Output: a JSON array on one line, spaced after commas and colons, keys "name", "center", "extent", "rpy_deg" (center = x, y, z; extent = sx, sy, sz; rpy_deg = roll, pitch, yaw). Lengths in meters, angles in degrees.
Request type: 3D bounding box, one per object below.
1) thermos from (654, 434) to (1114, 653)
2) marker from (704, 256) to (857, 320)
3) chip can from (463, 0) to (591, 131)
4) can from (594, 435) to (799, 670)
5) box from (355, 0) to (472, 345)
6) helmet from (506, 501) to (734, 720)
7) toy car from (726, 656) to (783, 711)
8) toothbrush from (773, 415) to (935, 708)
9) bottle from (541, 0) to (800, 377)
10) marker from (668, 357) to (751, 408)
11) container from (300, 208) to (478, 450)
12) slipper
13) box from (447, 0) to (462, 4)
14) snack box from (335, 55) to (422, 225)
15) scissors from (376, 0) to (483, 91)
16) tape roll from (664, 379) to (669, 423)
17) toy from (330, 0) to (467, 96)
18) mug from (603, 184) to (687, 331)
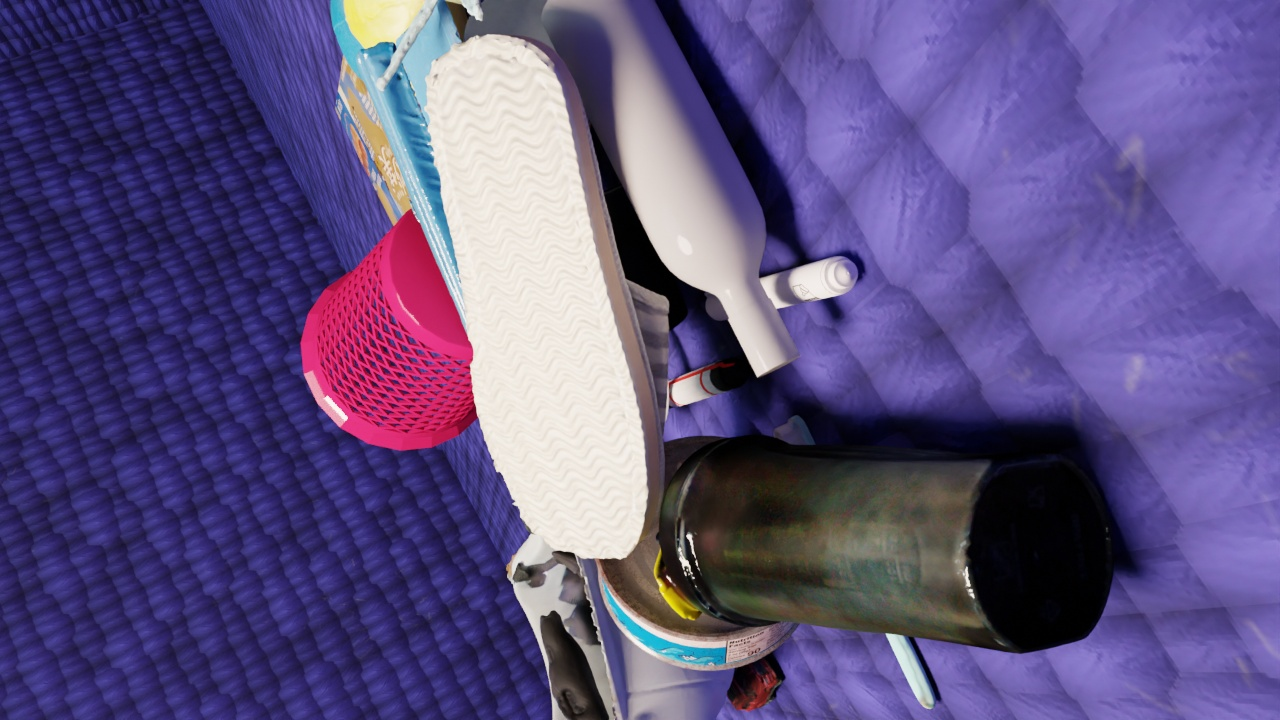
[{"name": "thermos", "center": [0.085, 0.078, 0.402], "extent": [0.221, 0.098, 0.098], "rpy_deg": [-14, 103, 63]}, {"name": "marker", "center": [0.064, -0.034, 0.443], "extent": [0.020, 0.017, 0.134], "rpy_deg": [45, 165, -12]}, {"name": "chip can", "center": [-0.072, -0.130, 0.586], "extent": [0.075, 0.075, 0.215], "rpy_deg": [58, 161, 14]}, {"name": "can", "center": [0.038, 0.109, 0.536], "extent": [0.130, 0.129, 0.044], "rpy_deg": [50, 159, 33]}, {"name": "box", "center": [-0.110, -0.083, 0.560], "extent": [0.177, 0.047, 0.232], "rpy_deg": [13, 125, 67]}, {"name": "helmet", "center": [-0.004, 0.214, 0.748], "extent": [0.265, 0.163, 0.236], "rpy_deg": [108, 147, -55]}, {"name": "toy car", "center": [0.092, 0.267, 0.772], "extent": [0.042, 0.036, 0.091], "rpy_deg": [54, 155, 28]}, {"name": "toothbrush", "center": [0.120, 0.113, 0.505], "extent": [0.180, 0.016, 0.016], "rpy_deg": [62, 161, -3]}, {"name": "bottle", "center": [0.019, -0.084, 0.420], "extent": [0.195, 0.052, 0.053], "rpy_deg": [64, 163, 8]}, {"name": "marker", "center": [0.040, 0.014, 0.576], "extent": [0.019, 0.019, 0.146], "rpy_deg": [63, 162, 0]}, {"name": "container", "center": [-0.173, -0.037, 0.772], "extent": [0.183, 0.182, 0.226], "rpy_deg": [62, 148, 2]}, {"name": "slipper", "center": [-0.042, -0.022, 0.460], "extent": [0.115, 0.053, 0.273], "rpy_deg": [8, 119, 33]}, {"name": "box", "center": [-0.102, -0.278, 0.500], "extent": [0.077, 0.090, 0.188], "rpy_deg": [40, 157, 4]}, {"name": "snack box", "center": [-0.236, -0.219, 0.918], "extent": [0.155, 0.069, 0.203], "rpy_deg": [65, 162, -10]}, {"name": "scissors", "center": [-0.088, -0.209, 0.448], "extent": [0.013, 0.171, 0.172], "rpy_deg": [20, -155, -37]}, {"name": "tape roll", "center": [-0.004, 0.004, 0.642], "extent": [0.094, 0.018, 0.094], "rpy_deg": [169, 90, -75]}, {"name": "toy", "center": [-0.187, -0.264, 0.700], "extent": [0.214, 0.084, 0.149], "rpy_deg": [34, 148, 61]}, {"name": "mug", "center": [-0.034, -0.051, 0.569], "extent": [0.114, 0.078, 0.088], "rpy_deg": [-7, 110, 51]}]
